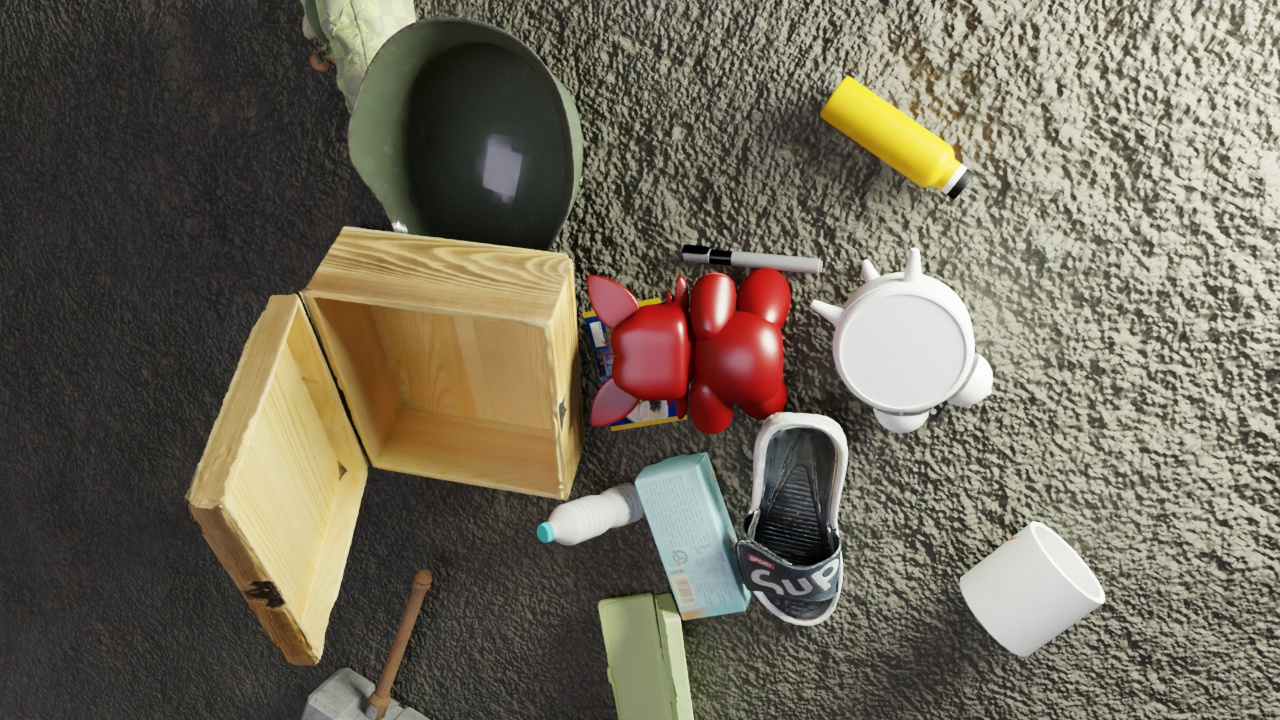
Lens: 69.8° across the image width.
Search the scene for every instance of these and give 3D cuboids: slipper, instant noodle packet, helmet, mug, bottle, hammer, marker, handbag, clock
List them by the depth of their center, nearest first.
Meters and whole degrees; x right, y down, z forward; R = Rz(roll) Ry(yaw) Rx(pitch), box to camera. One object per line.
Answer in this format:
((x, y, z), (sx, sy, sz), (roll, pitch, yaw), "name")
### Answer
((0.233, -0.198, 0.830), (0.143, 0.043, 0.043), (37, 113, 7), "bottle")
((0.249, -0.018, 0.867), (0.126, 0.072, 0.161), (-28, 101, 24), "clock")
((0.381, 0.223, 0.875), (0.121, 0.091, 0.090), (30, 117, -26), "mug")
((-0.147, -0.196, 0.907), (0.227, 0.153, 0.268), (16, 113, 11), "helmet")
((0.110, -0.100, 0.916), (0.141, 0.016, 0.016), (7, 107, 18), "marker")
((0.155, 0.175, 0.929), (0.111, 0.063, 0.264), (7, 118, 12), "slipper")
((-0.293, -0.330, 0.949), (0.117, 0.113, 0.186), (0, 105, 28), "handbag")
((-0.006, 0.006, 0.982), (0.087, 0.026, 0.134), (-10, 101, 17), "instant noodle packet")
((-0.053, 0.167, 0.984), (0.044, 0.136, 0.044), (12, 107, 43), "bottle")
((-0.318, 0.392, 1.170), (0.163, 0.082, 0.318), (27, 112, 11), "hammer")

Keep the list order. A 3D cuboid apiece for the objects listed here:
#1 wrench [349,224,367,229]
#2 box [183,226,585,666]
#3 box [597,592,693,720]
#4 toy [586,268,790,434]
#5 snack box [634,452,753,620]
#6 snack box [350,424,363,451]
((-0.280, -0.029, 1.066), (0.070, 0.010, 0.273), (-24, 95, 23), "wrench")
((-0.232, 0.089, 0.853), (0.287, 0.335, 0.280), (9, 140, 9), "box")
((0.014, 0.366, 1.044), (0.098, 0.082, 0.188), (-12, 102, -4), "box")
((0.049, -0.010, 0.900), (0.197, 0.120, 0.158), (0, 107, 3), "toy")
((0.060, 0.191, 0.995), (0.075, 0.053, 0.175), (-16, 100, 23), "snack box")
((-0.377, 0.118, 1.113), (0.040, 0.088, 0.126), (30, 112, 10), "snack box")
